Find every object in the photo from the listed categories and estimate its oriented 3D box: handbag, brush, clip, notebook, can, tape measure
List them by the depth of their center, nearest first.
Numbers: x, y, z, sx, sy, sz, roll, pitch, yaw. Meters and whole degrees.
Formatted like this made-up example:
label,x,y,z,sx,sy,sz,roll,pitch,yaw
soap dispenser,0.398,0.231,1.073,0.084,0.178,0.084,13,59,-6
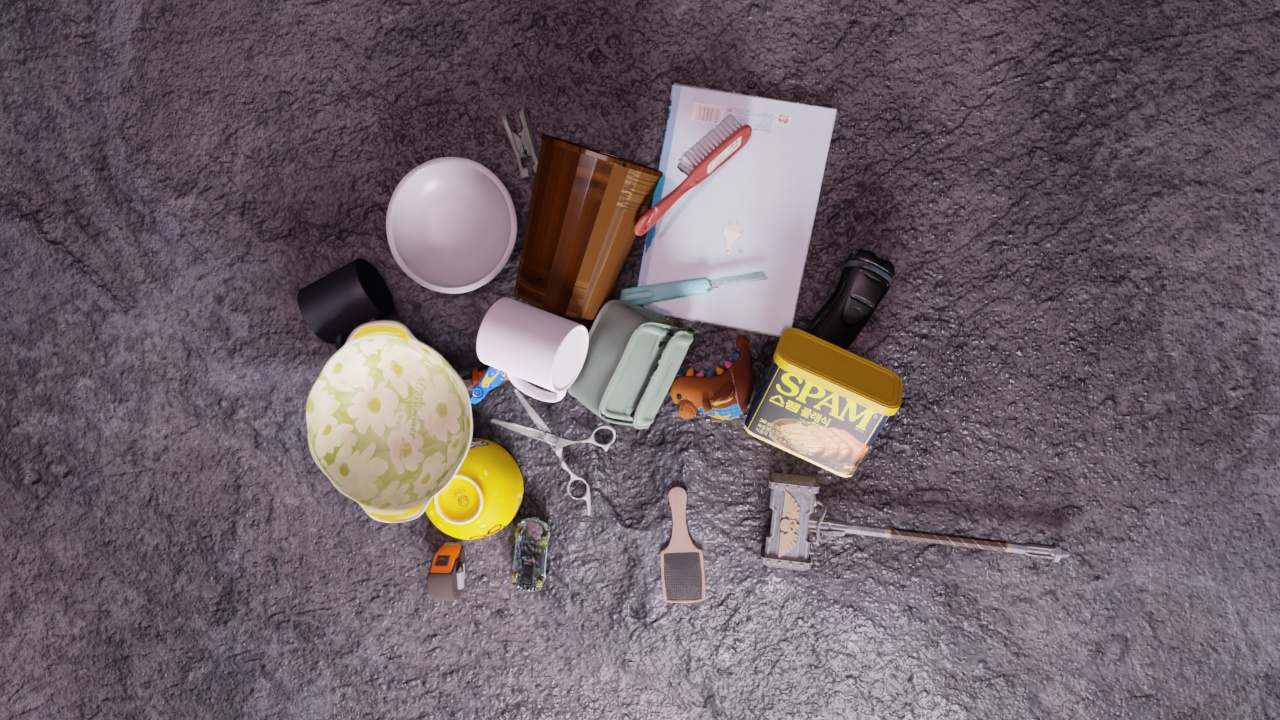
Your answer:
label,x,y,z,sx,sy,sz,roll,pitch,yaw
brush,0.049,-0.196,0.962,0.172,0.041,0.030,-43,77,-12
can,0.189,0.046,0.967,0.135,0.075,0.105,25,124,4
handbag,-0.006,0.006,0.989,0.067,0.106,0.122,35,104,43
notebook,0.100,-0.164,1.007,0.181,0.009,0.253,11,97,6
clip,-0.131,-0.241,1.024,0.042,0.023,0.076,-16,95,7
brush,0.046,0.212,1.047,0.050,0.015,0.136,-3,95,7
tape measure,-0.220,0.248,1.064,0.038,0.058,0.058,0,98,7

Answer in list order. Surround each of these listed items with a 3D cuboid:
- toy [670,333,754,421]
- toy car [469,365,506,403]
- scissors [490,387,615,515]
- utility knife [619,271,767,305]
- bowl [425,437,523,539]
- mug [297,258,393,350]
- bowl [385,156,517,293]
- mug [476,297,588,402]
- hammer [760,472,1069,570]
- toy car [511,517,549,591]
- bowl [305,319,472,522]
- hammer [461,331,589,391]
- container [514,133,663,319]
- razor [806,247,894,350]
label,x,y,z,sx,sy,sz,roll,pitch,yaw
toy,0.080,0.018,1.016,0.090,0.070,0.103,5,73,19
toy car,-0.142,0.019,1.015,0.062,0.033,0.092,31,93,-9
scissors,-0.098,0.105,1.043,0.141,0.014,0.158,-2,100,-7
utility knife,0.056,-0.080,1.007,0.166,0.015,0.022,-9,96,10
bowl,-0.198,0.151,1.046,0.117,0.067,0.117,1,96,7
mug,-0.327,-0.052,1.037,0.077,0.071,0.105,-26,77,9
bowl,-0.207,-0.151,1.031,0.149,0.043,0.149,1,96,7
mug,-0.111,-0.003,0.958,0.090,0.073,0.111,21,136,19
hammer,0.297,0.190,0.997,0.322,0.044,0.098,6,96,7
toy car,-0.126,0.223,1.064,0.039,0.027,0.090,8,97,9
bowl,-0.268,0.065,1.012,0.188,0.060,0.219,-5,92,8
hammer,-0.170,0.004,1.047,0.315,0.035,0.138,-18,93,8
container,-0.064,-0.139,0.977,0.132,0.132,0.167,19,103,5
razor,0.217,-0.054,0.986,0.053,0.063,0.141,26,112,-12
